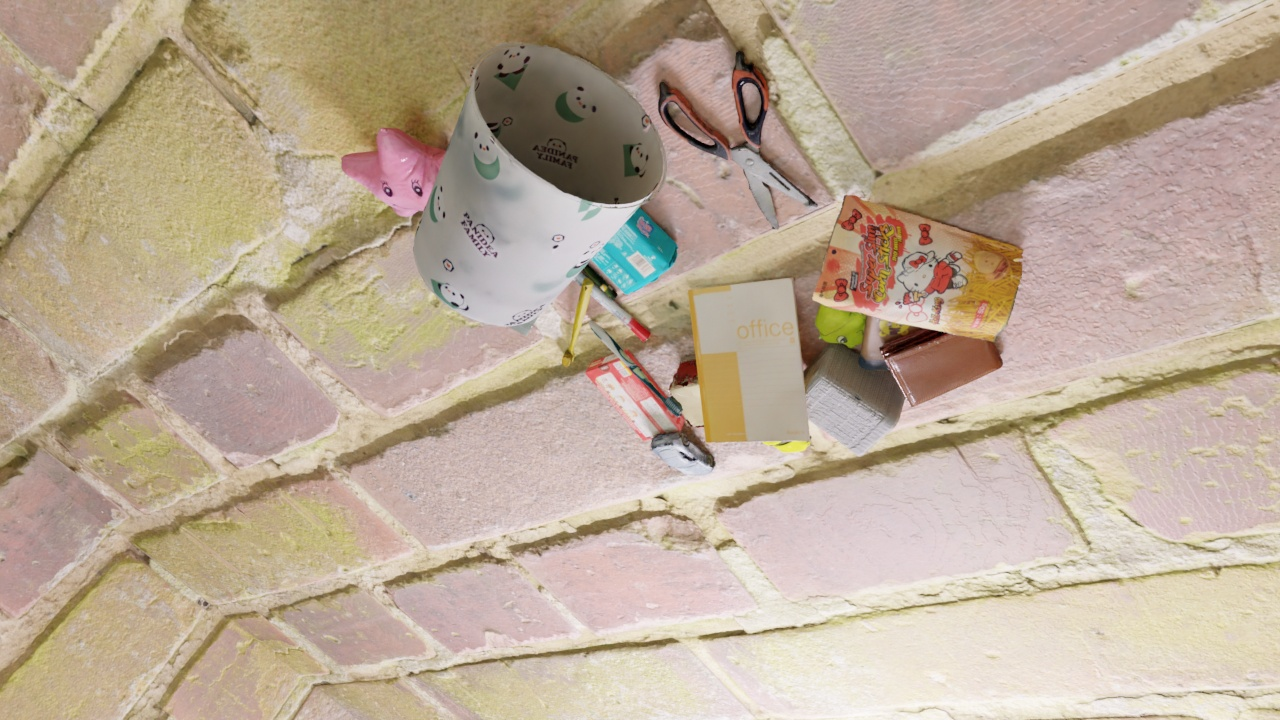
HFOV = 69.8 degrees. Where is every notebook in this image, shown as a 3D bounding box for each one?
[{"bbox_3d":[0.138,0.004,1.175,0.146,0.010,0.206,-4,96,29],"label":"notebook"}]

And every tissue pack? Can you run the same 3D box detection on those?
[{"bbox_3d":[-0.023,-0.152,1.154,0.133,0.050,0.093,44,136,-17],"label":"tissue pack"}]

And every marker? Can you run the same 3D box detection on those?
[{"bbox_3d":[-0.043,-0.078,1.258,0.145,0.017,0.017,41,135,-15],"label":"marker"}]

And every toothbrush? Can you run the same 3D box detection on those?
[{"bbox_3d":[-0.008,0.007,1.271,0.191,0.016,0.018,46,129,17],"label":"toothbrush"},{"bbox_3d":[-0.090,-0.050,1.293,0.016,0.016,0.191,26,143,4],"label":"toothbrush"},{"bbox_3d":[-0.100,-0.146,1.224,0.186,0.012,0.017,43,140,-17],"label":"toothbrush"}]

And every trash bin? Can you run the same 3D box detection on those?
[{"bbox_3d":[-0.129,-0.183,1.040,0.229,0.228,0.253,34,135,-8],"label":"trash bin"}]

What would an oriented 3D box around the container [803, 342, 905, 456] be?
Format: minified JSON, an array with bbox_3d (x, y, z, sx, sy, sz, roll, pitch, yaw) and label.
[{"bbox_3d":[0.266,0.045,1.179,0.114,0.090,0.090,33,136,-2],"label":"container"}]

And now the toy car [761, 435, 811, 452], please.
[{"bbox_3d":[0.183,0.098,1.220,0.105,0.032,0.048,32,139,-29],"label":"toy car"}]

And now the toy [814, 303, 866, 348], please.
[{"bbox_3d":[0.253,-0.058,1.124,0.096,0.031,0.100,41,129,-21],"label":"toy"}]

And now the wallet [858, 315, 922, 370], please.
[{"bbox_3d":[0.312,-0.040,1.100,0.090,0.033,0.115,-4,131,0],"label":"wallet"}]

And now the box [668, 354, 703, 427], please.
[{"bbox_3d":[0.127,0.039,1.243,0.169,0.078,0.091,-10,127,32],"label":"box"}]

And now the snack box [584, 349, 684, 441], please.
[{"bbox_3d":[-0.007,0.054,1.360,0.075,0.025,0.153,-20,120,38],"label":"snack box"}]

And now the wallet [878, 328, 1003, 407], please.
[{"bbox_3d":[0.360,-0.002,1.095,0.125,0.032,0.101,-25,130,17],"label":"wallet"}]

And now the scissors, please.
[{"bbox_3d":[0.111,-0.243,1.028,0.189,0.015,0.227,11,134,15],"label":"scissors"}]

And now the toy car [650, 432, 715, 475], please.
[{"bbox_3d":[0.065,0.146,1.391,0.054,0.036,0.120,-19,140,35],"label":"toy car"}]

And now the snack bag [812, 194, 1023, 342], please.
[{"bbox_3d":[0.309,-0.098,1.024,0.208,0.073,0.129,16,101,7],"label":"snack bag"}]

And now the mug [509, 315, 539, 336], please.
[{"bbox_3d":[-0.171,-0.107,1.256,0.103,0.083,0.124,32,112,-7],"label":"mug"}]

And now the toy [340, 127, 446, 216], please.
[{"bbox_3d":[-0.297,-0.240,1.175,0.195,0.074,0.179,5,153,18],"label":"toy"}]
